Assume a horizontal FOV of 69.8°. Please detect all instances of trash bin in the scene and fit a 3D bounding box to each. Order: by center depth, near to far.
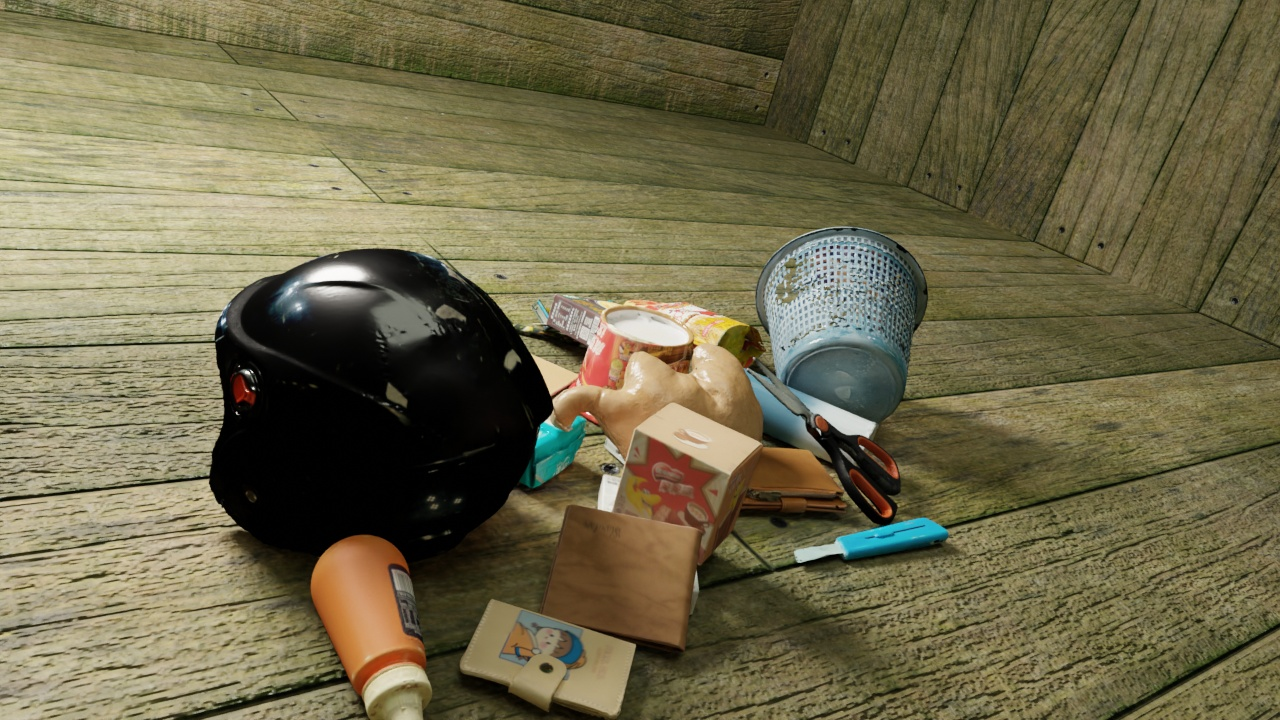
[{"bbox_3d":[0.253,-0.025,1.165,0.226,0.227,0.194,15,40,0],"label":"trash bin"}]

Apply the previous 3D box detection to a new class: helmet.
[{"bbox_3d":[-0.202,0.022,0.736,0.274,0.231,0.232,59,32,2],"label":"helmet"}]

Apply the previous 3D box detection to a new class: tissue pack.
[{"bbox_3d":[-0.129,0.067,0.903,0.133,0.050,0.093,25,26,23],"label":"tissue pack"}]

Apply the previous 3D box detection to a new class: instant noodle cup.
[{"bbox_3d":[-0.006,0.006,1.045,0.138,0.109,0.137,12,23,-6],"label":"instant noodle cup"}]

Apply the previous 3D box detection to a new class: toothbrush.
[{"bbox_3d":[-0.075,-0.021,1.188,0.186,0.012,0.017,13,34,-6],"label":"toothbrush"}]

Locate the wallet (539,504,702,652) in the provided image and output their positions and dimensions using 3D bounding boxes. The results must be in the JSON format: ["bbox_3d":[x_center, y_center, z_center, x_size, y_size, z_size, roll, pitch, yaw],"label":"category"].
[{"bbox_3d":[-0.014,0.169,0.724,0.115,0.020,0.101,12,55,0],"label":"wallet"}]

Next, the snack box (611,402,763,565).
[{"bbox_3d":[0.039,0.105,0.796,0.093,0.094,0.076,25,25,20],"label":"snack box"}]

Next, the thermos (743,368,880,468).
[{"bbox_3d":[0.167,0.061,1.086,0.220,0.070,0.070,24,25,20],"label":"thermos"}]

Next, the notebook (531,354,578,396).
[{"bbox_3d":[-0.191,0.001,1.069,0.208,0.008,0.147,22,24,16],"label":"notebook"}]

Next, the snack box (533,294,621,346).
[{"bbox_3d":[-0.051,-0.044,1.166,0.126,0.053,0.113,29,16,39],"label":"snack box"}]

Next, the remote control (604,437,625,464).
[{"bbox_3d":[0.024,0.088,0.984,0.124,0.024,0.049,-9,33,-39],"label":"remote control"}]

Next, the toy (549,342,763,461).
[{"bbox_3d":[0.025,0.058,0.906,0.225,0.083,0.143,-8,64,-33],"label":"toy"}]

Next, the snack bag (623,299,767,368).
[{"bbox_3d":[0.077,-0.047,1.293,0.128,0.073,0.208,-2,21,-33],"label":"snack bag"}]

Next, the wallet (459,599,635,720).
[{"bbox_3d":[-0.065,0.213,0.650,0.115,0.024,0.087,18,18,3],"label":"wallet"}]

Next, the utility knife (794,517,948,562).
[{"bbox_3d":[0.227,0.181,0.909,0.202,0.018,0.034,-3,29,-33],"label":"utility knife"}]

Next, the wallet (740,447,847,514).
[{"bbox_3d":[0.140,0.124,0.966,0.131,0.031,0.107,4,24,-21],"label":"wallet"}]

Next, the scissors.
[{"bbox_3d":[0.200,0.074,0.982,0.160,0.022,0.234,-22,76,-50],"label":"scissors"}]

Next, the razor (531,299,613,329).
[{"bbox_3d":[-0.088,-0.067,1.262,0.132,0.028,0.043,-14,60,-43],"label":"razor"}]

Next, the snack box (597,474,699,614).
[{"bbox_3d":[0.004,0.158,0.811,0.084,0.027,0.156,13,22,-6],"label":"snack box"}]

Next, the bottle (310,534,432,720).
[{"bbox_3d":[-0.172,0.184,0.605,0.066,0.067,0.149,-1,35,-33],"label":"bottle"}]
